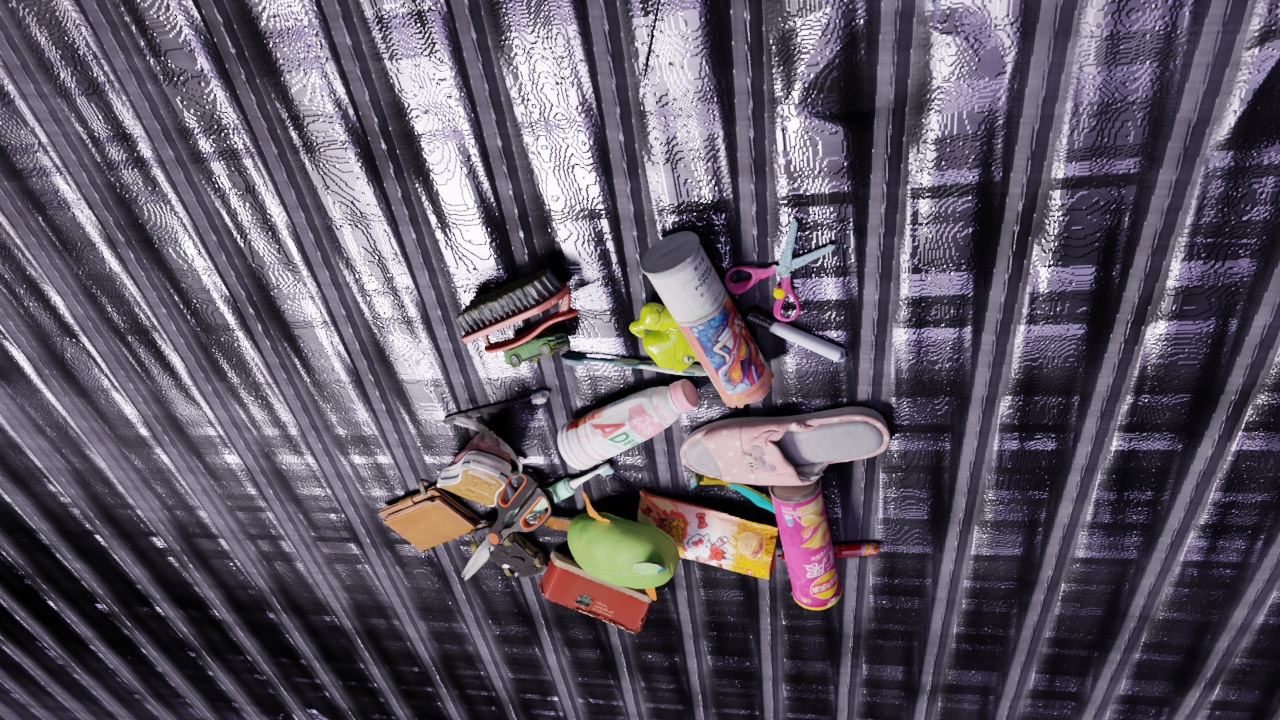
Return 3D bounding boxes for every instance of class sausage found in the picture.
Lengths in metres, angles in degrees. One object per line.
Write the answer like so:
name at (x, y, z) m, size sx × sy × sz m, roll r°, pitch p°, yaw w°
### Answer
sausage at (0.275, 0.278, 1.335) m, size 0.156 × 0.020 × 0.020 m, roll -10°, pitch 129°, yaw 21°

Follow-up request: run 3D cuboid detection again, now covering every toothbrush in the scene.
toothbrush at (-0.007, 0.007, 1.150) m, size 0.192 × 0.016 × 0.018 m, roll 6°, pitch 143°, yaw 8°
toothbrush at (-0.200, 0.067, 1.251) m, size 0.181 × 0.018 × 0.015 m, roll -15°, pitch 135°, yaw 27°
toothbrush at (-0.123, 0.194, 1.344) m, size 0.225 × 0.026 × 0.027 m, roll -31°, pitch 111°, yaw 34°

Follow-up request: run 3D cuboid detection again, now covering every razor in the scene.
razor at (0.133, 0.184, 1.272) m, size 0.132 × 0.028 × 0.043 m, roll 20°, pitch 157°, yaw -1°

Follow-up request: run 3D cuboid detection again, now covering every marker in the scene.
marker at (0.182, -0.029, 1.069) m, size 0.130 × 0.018 × 0.023 m, roll 22°, pitch 151°, yaw -7°

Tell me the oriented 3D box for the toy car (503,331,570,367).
toy car at (-0.129, -0.016, 1.136) m, size 0.091 × 0.043 × 0.036 m, roll -14°, pitch 92°, yaw 32°

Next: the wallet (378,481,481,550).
wallet at (-0.335, 0.246, 1.436) m, size 0.131 × 0.035 × 0.119 m, roll -24°, pitch 123°, yaw 29°

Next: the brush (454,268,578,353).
brush at (-0.143, -0.057, 1.090) m, size 0.146 × 0.063 × 0.069 m, roll -20°, pitch 113°, yaw 26°

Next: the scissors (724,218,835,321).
scissors at (0.150, -0.100, 1.015) m, size 0.125 × 0.017 × 0.134 m, roll 11°, pitch 130°, yaw 8°

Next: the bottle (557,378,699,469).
bottle at (-0.015, 0.079, 1.187) m, size 0.197 × 0.068 × 0.068 m, roll -26°, pitch 122°, yaw 27°

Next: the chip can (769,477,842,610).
chip can at (0.228, 0.247, 1.265) m, size 0.071 × 0.071 × 0.211 m, roll -6°, pitch 124°, yaw 18°

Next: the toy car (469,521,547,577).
toy car at (-0.206, 0.300, 1.448) m, size 0.070 × 0.042 × 0.158 m, roll -20°, pitch 136°, yaw 20°

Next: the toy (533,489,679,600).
toy at (-0.037, 0.273, 1.335) m, size 0.247 × 0.089 × 0.227 m, roll 1°, pitch 134°, yaw 47°

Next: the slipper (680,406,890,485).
slipper at (0.182, 0.117, 1.181) m, size 0.275 × 0.054 × 0.114 m, roll -10°, pitch 130°, yaw 21°

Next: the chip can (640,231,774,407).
chip can at (0.080, -0.042, 1.045) m, size 0.071 × 0.071 × 0.215 m, roll -15°, pitch 127°, yaw 25°

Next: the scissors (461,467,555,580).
scissors at (-0.218, 0.245, 1.375) m, size 0.236 × 0.021 × 0.136 m, roll -28°, pitch 88°, yaw 27°

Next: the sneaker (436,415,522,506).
sneaker at (-0.221, 0.141, 1.277) m, size 0.118 × 0.087 × 0.242 m, roll 24°, pitch 156°, yaw -11°

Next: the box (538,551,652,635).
box at (-0.074, 0.370, 1.438) m, size 0.168 × 0.079 × 0.091 m, roll 25°, pitch 174°, yaw -9°

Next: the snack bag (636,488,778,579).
snack bag at (0.095, 0.254, 1.333) m, size 0.208 × 0.073 × 0.129 m, roll 11°, pitch 135°, yaw 13°

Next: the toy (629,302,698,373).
toy at (0.035, -0.028, 1.095) m, size 0.096 × 0.031 × 0.100 m, roll -1°, pitch 126°, yaw -3°
